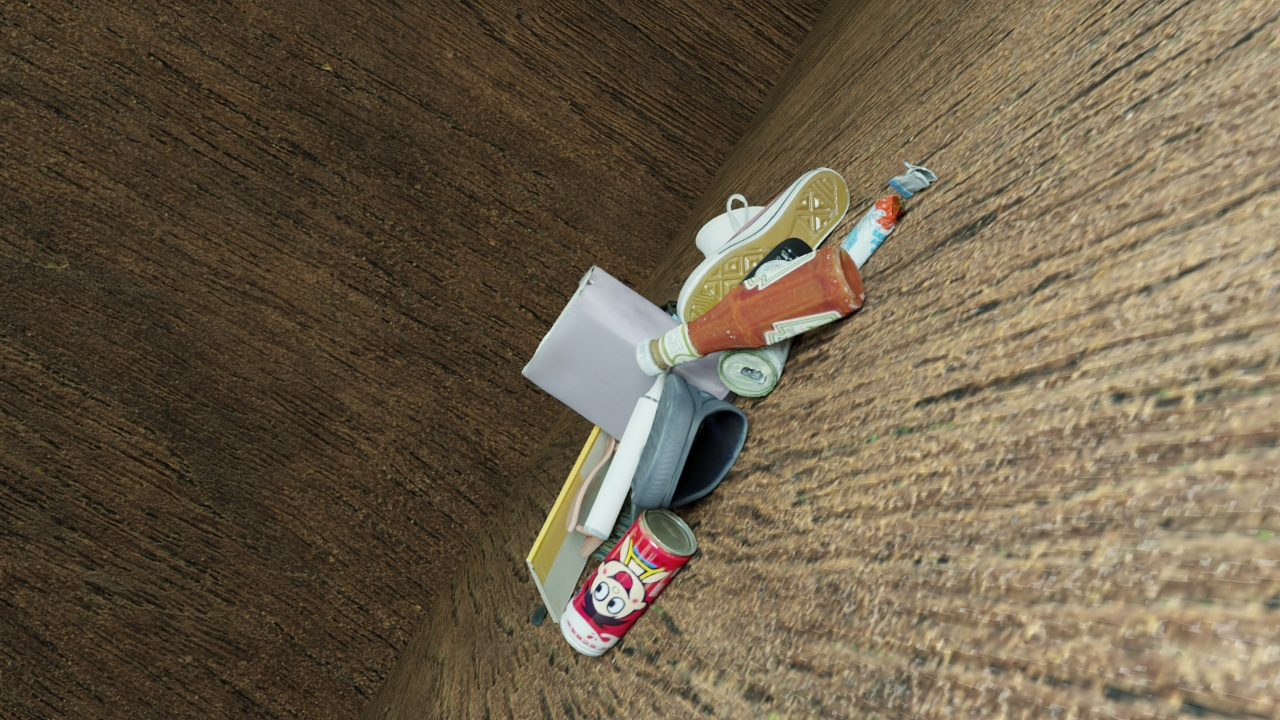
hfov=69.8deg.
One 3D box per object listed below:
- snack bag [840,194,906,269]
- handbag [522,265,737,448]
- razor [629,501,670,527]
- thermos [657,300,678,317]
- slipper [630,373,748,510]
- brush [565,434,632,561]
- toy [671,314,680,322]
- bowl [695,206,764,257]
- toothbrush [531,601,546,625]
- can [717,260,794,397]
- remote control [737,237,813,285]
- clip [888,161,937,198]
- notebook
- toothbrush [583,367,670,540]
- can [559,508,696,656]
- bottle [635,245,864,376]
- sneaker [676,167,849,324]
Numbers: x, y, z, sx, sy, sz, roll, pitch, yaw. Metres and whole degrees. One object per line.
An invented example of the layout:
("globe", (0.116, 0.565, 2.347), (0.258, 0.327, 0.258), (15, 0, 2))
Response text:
("snack bag", (0.195, -0.103, 0.810), (0.106, 0.026, 0.045), (-53, 16, 33))
("handbag", (-0.006, 0.006, 0.978), (0.145, 0.197, 0.098), (-49, 10, 42))
("razor", (0.012, 0.133, 0.898), (0.167, 0.062, 0.068), (-79, -7, -60))
("thermos", (0.039, -0.006, 1.224), (0.144, 0.093, 0.092), (-60, 4, 29))
("slipper", (0.043, 0.079, 0.779), (0.268, 0.083, 0.110), (-43, -27, -87))
("brush", (-0.029, 0.143, 0.992), (0.063, 0.073, 0.145), (-51, 11, 44))
("toy", (0.024, 0.033, 1.128), (0.157, 0.050, 0.161), (103, 174, -55))
("bowl", (0.136, -0.141, 1.190), (0.119, 0.118, 0.064), (-47, 49, 54))
("toothbrush", (-0.086, 0.244, 1.127), (0.181, 0.015, 0.018), (-61, -4, 1))
("can", (0.119, -0.033, 0.871), (0.058, 0.058, 0.146), (-49, 9, 45))
("remote control", (0.131, -0.072, 0.956), (0.136, 0.053, 0.024), (-46, 4, -15))
("clip", (0.237, -0.157, 0.787), (0.044, 0.027, 0.058), (-47, 7, 5))
("notebook", (-0.066, 0.173, 1.034), (0.146, 0.010, 0.205), (79, -150, -49))
("toothbrush", (0.000, 0.068, 0.894), (0.027, 0.026, 0.221), (72, -139, -79))
("can", (-0.012, 0.185, 0.764), (0.133, 0.053, 0.053), (-53, 7, 22))
("bottle", (0.087, -0.034, 0.784), (0.207, 0.060, 0.059), (-23, 23, 29))
("sneaker", (0.128, -0.117, 1.015), (0.241, 0.118, 0.088), (-46, 15, -7))
